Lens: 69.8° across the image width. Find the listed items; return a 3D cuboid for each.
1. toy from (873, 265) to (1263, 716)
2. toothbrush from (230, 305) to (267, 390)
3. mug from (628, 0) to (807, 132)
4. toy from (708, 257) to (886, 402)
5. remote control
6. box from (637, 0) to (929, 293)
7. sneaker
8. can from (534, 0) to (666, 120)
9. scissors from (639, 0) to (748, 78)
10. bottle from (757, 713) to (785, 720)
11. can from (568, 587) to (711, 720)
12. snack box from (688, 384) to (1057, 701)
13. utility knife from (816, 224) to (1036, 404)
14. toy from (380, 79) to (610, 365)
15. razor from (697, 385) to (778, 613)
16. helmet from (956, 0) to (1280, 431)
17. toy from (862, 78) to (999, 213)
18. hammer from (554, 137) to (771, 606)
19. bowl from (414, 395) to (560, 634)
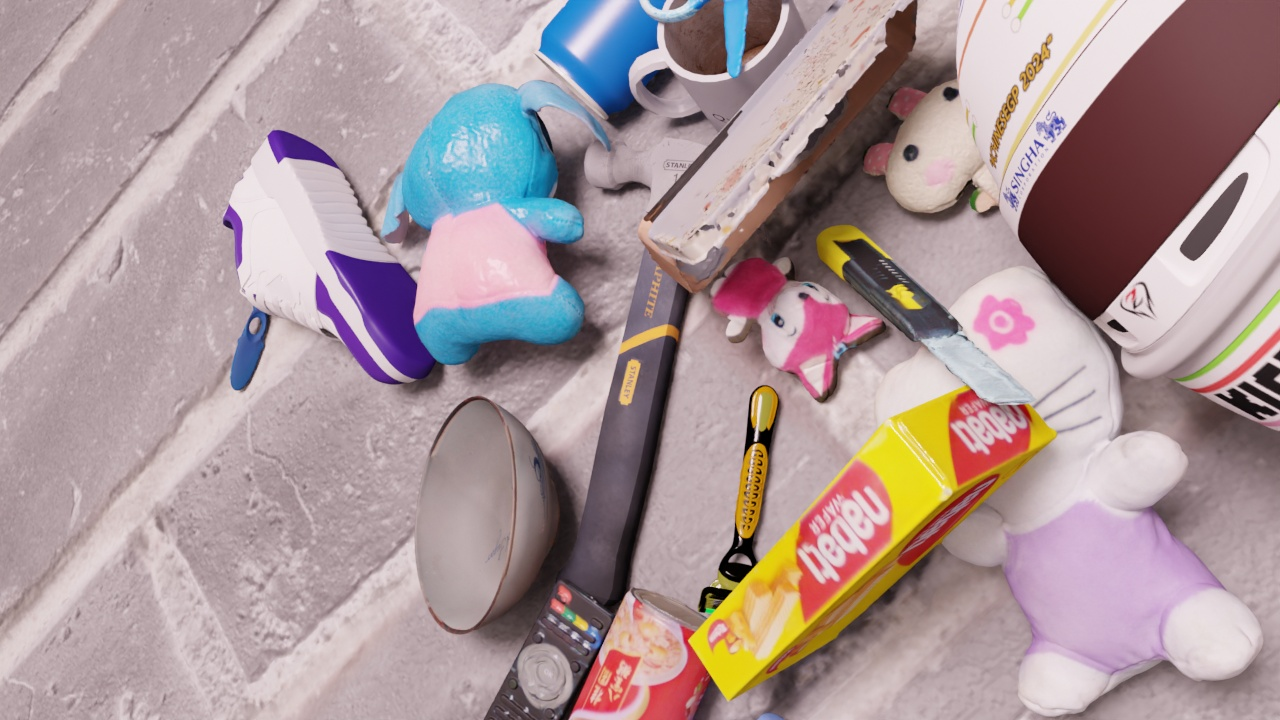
[{"bbox_3d":[0.209,0.062,0.464,0.138,0.085,0.209,-41,68,45],"label":"toy"},{"bbox_3d":[-0.323,-0.038,0.776,0.016,0.021,0.132,0,74,60],"label":"toothbrush"},{"bbox_3d":[0.051,-0.190,0.597,0.120,0.096,0.083,-12,73,22],"label":"mug"},{"bbox_3d":[0.091,-0.026,0.556,0.102,0.050,0.065,35,87,8],"label":"toy"},{"bbox_3d":[-0.063,0.208,0.584,0.045,0.021,0.140,31,101,20],"label":"remote control"},{"bbox_3d":[0.086,-0.136,0.517,0.071,0.157,0.216,42,90,-7],"label":"box"},{"bbox_3d":[-0.255,-0.061,0.711,0.111,0.091,0.244,-42,66,16],"label":"sneaker"},{"bbox_3d":[-0.001,-0.248,0.645,0.146,0.079,0.079,-48,64,7],"label":"can"},{"bbox_3d":[0.051,-0.223,0.541,0.131,0.014,0.125,-5,74,27],"label":"scissors"},{"bbox_3d":[0.046,0.263,0.517,0.048,0.048,0.131,42,97,27],"label":"bottle"},{"bbox_3d":[-0.002,0.203,0.543,0.067,0.066,0.124,24,88,27],"label":"can"},{"bbox_3d":[0.107,0.092,0.454,0.042,0.092,0.201,54,136,25],"label":"snack box"},{"bbox_3d":[0.140,-0.030,0.479,0.029,0.020,0.233,-18,27,-1],"label":"utility knife"},{"bbox_3d":[-0.117,-0.093,0.642,0.225,0.098,0.191,-16,73,34],"label":"toy"},{"bbox_3d":[0.068,0.085,0.565,0.044,0.021,0.144,10,80,1],"label":"razor"},{"bbox_3d":[0.259,-0.146,0.404,0.236,0.231,0.314,38,73,18],"label":"helmet"},{"bbox_3d":[0.186,-0.127,0.551,0.112,0.050,0.087,38,95,33],"label":"toy"},{"bbox_3d":[-0.004,0.004,0.612,0.139,0.035,0.312,11,83,25],"label":"hammer"},{"bbox_3d":[-0.094,0.101,0.604,0.151,0.056,0.150,-19,66,52],"label":"bowl"}]
